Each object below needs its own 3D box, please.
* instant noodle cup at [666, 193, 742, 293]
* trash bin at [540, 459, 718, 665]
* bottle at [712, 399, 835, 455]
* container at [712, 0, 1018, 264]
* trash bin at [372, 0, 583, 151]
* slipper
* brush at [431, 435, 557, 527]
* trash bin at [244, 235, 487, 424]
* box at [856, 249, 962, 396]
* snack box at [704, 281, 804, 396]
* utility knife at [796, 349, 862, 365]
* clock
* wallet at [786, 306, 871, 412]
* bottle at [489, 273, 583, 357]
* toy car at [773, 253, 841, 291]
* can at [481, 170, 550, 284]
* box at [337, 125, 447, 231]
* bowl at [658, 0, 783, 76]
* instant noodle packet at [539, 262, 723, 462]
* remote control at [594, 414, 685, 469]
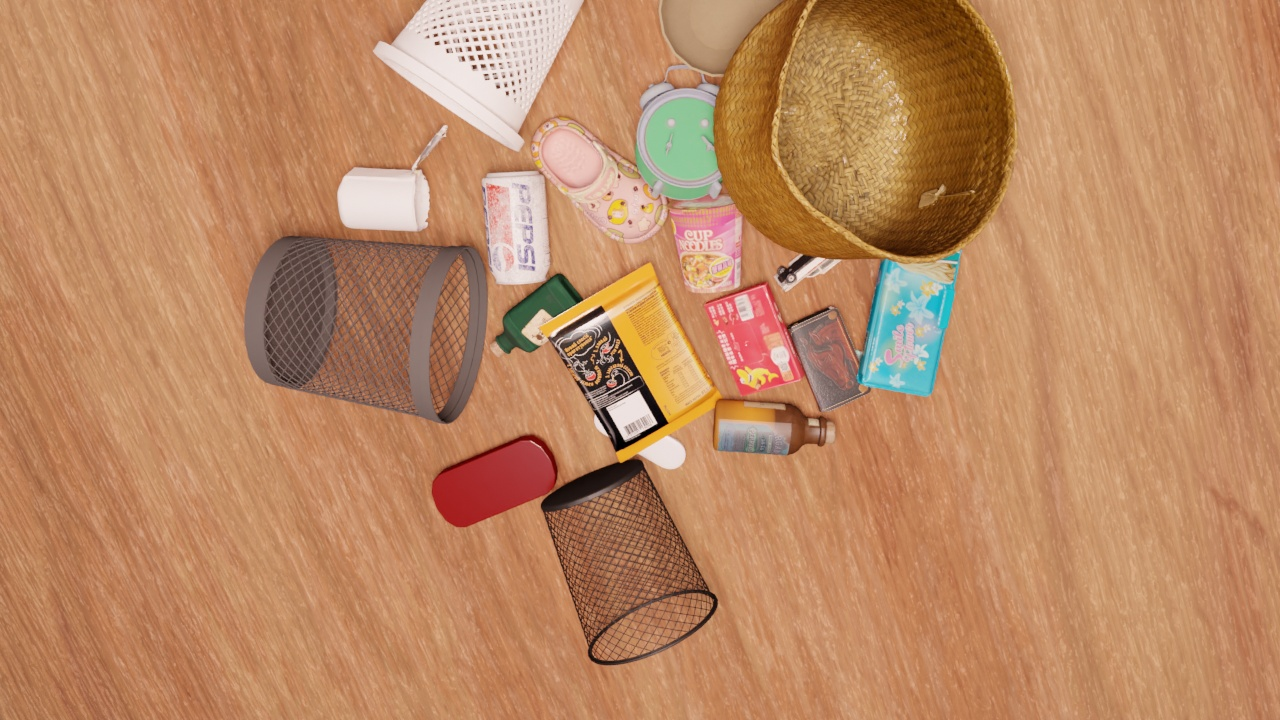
[{"bbox_3d":[0.085,-0.144,1.141,0.098,0.097,0.109,-5,109,5],"label":"instant noodle cup"},{"bbox_3d":[-0.023,0.254,1.198,0.184,0.184,0.210,-22,95,8],"label":"trash bin"},{"bbox_3d":[0.175,0.089,1.197,0.157,0.067,0.068,4,103,3],"label":"bottle"},{"bbox_3d":[0.237,-0.256,1.016,0.306,0.197,0.307,-1,95,-19],"label":"container"},{"bbox_3d":[-0.170,-0.383,1.063,0.195,0.195,0.199,33,93,-4],"label":"trash bin"},{"bbox_3d":[-0.056,-0.220,1.136,0.197,0.081,0.093,39,103,-3],"label":"slipper"},{"bbox_3d":[-0.197,0.162,1.252,0.173,0.041,0.082,-23,100,9],"label":"brush"},{"bbox_3d":[-0.331,-0.046,1.131,0.227,0.217,0.218,8,103,6],"label":"trash bin"},{"bbox_3d":[0.340,-0.073,1.152,0.094,0.041,0.227,10,95,-2],"label":"box"},{"bbox_3d":[0.146,-0.026,1.181,0.089,0.021,0.133,-17,102,30],"label":"snack box"},{"bbox_3d":[0.245,-0.004,1.199,0.126,0.015,0.022,-5,102,2],"label":"utility knife"},{"bbox_3d":[0.055,-0.280,1.108,0.122,0.075,0.161,0,83,-4],"label":"clock"},{"bbox_3d":[0.242,-0.001,1.181,0.072,0.019,0.123,-25,101,-1],"label":"wallet"},{"bbox_3d":[-0.139,-0.050,1.189,0.131,0.061,0.061,-36,100,11],"label":"bottle"},{"bbox_3d":[0.224,-0.127,1.162,0.113,0.039,0.039,-39,119,12],"label":"toy car"},{"bbox_3d":[-0.156,-0.168,1.155,0.078,0.078,0.136,-2,103,4],"label":"can"},{"bbox_3d":[-0.305,-0.229,1.142,0.140,0.083,0.142,5,115,1],"label":"box"},{"bbox_3d":[0.099,-0.415,1.095,0.152,0.050,0.152,1,103,4],"label":"bowl"},{"bbox_3d":[-0.006,0.006,1.184,0.160,0.032,0.221,-30,112,-2],"label":"instant noodle packet"},{"bbox_3d":[0.000,0.102,1.240,0.136,0.013,0.043,30,103,-3],"label":"remote control"}]
